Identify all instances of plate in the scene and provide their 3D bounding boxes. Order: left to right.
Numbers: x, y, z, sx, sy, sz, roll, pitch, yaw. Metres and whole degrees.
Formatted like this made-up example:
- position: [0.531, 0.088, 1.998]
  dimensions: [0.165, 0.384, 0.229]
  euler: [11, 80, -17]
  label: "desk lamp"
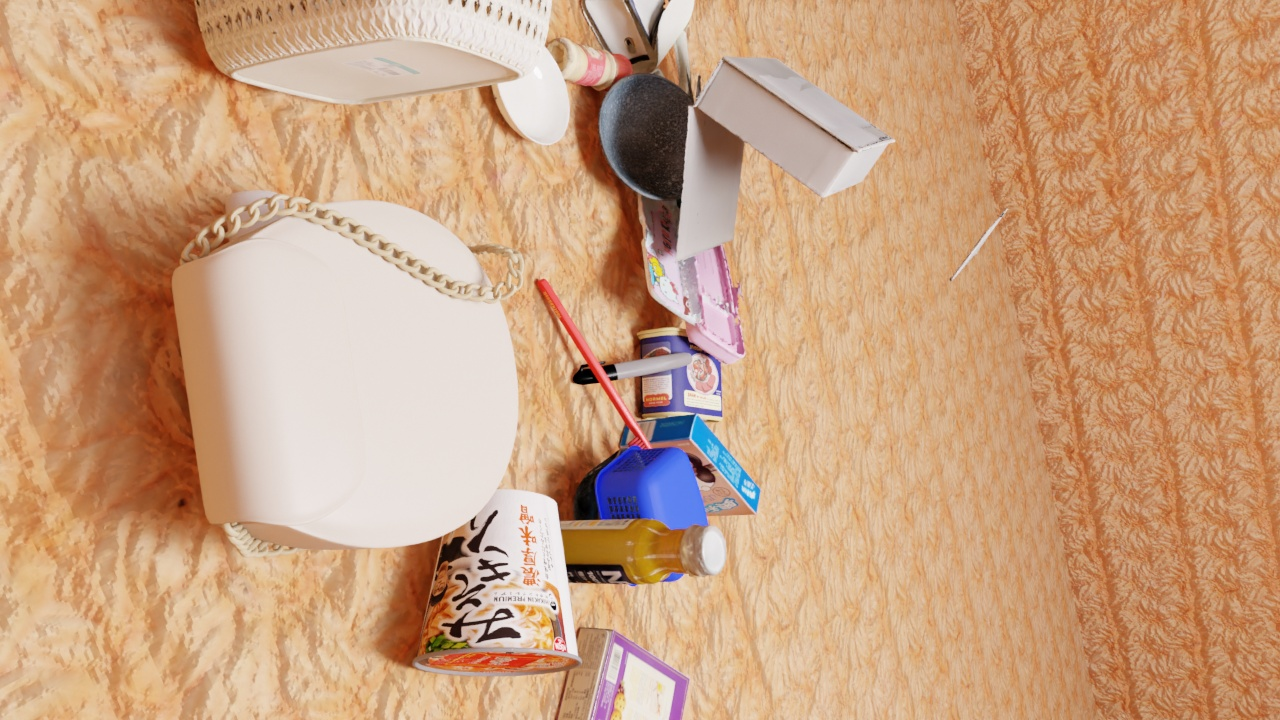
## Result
- position: [-0.109, -0.251, 0.861]
  dimensions: [0.104, 0.026, 0.104]
  euler: [19, 67, -53]
  label: "plate"

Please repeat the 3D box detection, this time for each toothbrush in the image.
- position: [-0.043, 0.016, 0.880]
  dimensions: [0.017, 0.012, 0.212]
  euler: [-38, 104, -25]
  label: "toothbrush"

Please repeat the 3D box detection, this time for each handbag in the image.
- position: [-0.166, 0.009, 0.566]
  dimensions: [0.208, 0.104, 0.210]
  euler: [-7, 87, -52]
  label: "handbag"
- position: [0.024, -0.372, 1.041]
  dimensions: [0.176, 0.074, 0.150]
  euler: [60, 39, -30]
  label: "handbag"

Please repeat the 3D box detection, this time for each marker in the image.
- position: [-0.005, 0.005, 0.918]
  dimensions: [0.138, 0.016, 0.022]
  euler: [-11, 107, -29]
  label: "marker"

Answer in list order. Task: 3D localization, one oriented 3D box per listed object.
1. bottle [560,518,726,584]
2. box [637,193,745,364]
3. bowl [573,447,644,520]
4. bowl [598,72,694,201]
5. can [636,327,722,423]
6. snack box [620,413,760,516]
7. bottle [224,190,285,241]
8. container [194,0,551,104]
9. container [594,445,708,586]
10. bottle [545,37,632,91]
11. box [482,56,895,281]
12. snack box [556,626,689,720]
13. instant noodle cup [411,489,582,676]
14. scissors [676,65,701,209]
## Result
- position: [-0.018, 0.159, 0.761]
  dimensions: [0.053, 0.187, 0.053]
  euler: [17, 69, -54]
  label: "bottle"
- position: [0.050, -0.100, 1.003]
  dimensions: [0.152, 0.038, 0.200]
  euler: [30, 36, -31]
  label: "box"
- position: [-0.028, 0.141, 0.869]
  dimensions: [0.110, 0.055, 0.110]
  euler: [18, 67, -53]
  label: "bowl"
- position: [0.003, -0.230, 0.978]
  dimensions: [0.137, 0.057, 0.137]
  euler: [5, 81, -30]
  label: "bowl"
- position: [0.046, 0.019, 1.003]
  dimensions: [0.116, 0.057, 0.092]
  euler: [12, 75, -54]
  label: "can"
- position: [0.055, 0.114, 0.967]
  dimensions: [0.151, 0.087, 0.034]
  euler: [49, 45, -38]
  label: "snack box"
- position: [-0.242, -0.021, 0.596]
  dimensions: [0.083, 0.046, 0.174]
  euler: [-4, 86, -56]
  label: "bottle"
- position: [-0.171, -0.254, 0.590]
  dimensions: [0.184, 0.247, 0.143]
  euler: [-7, 97, -59]
  label: "container"
- position: [0.016, 0.139, 0.830]
  dimensions: [0.096, 0.058, 0.114]
  euler: [-34, 111, -54]
  label: "container"
- position: [-0.053, -0.301, 0.940]
  dimensions: [0.108, 0.044, 0.044]
  euler: [-9, 91, -56]
  label: "bottle"
- position: [0.048, -0.176, 1.013]
  dimensions: [0.173, 0.423, 0.167]
  euler: [60, 32, 0]
  label: "box"
- position: [-0.018, 0.342, 0.852]
  dimensions: [0.148, 0.041, 0.143]
  euler: [46, 47, -41]
  label: "snack box"
- position: [-0.107, 0.170, 0.702]
  dimensions: [0.123, 0.124, 0.121]
  euler: [32, 48, -49]
  label: "instant noodle cup"
- position: [0.072, -0.237, 1.091]
  dimensions: [0.202, 0.015, 0.201]
  euler: [51, 43, -60]
  label: "scissors"
